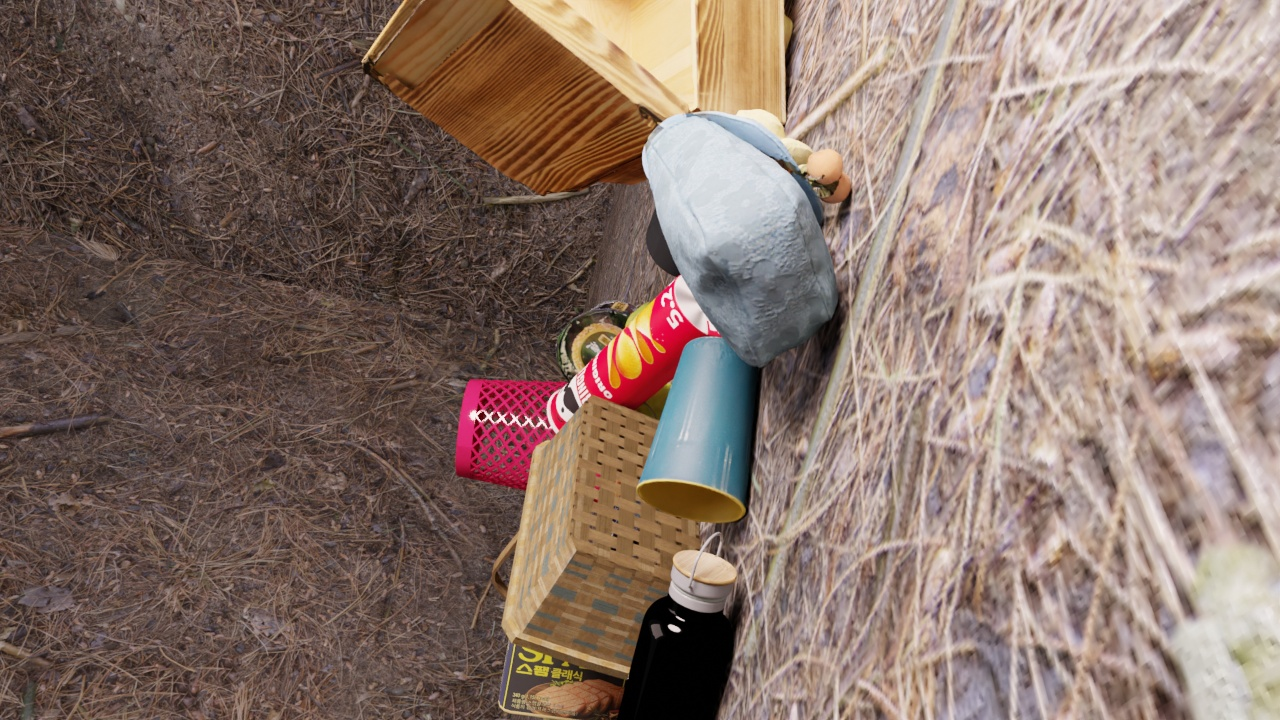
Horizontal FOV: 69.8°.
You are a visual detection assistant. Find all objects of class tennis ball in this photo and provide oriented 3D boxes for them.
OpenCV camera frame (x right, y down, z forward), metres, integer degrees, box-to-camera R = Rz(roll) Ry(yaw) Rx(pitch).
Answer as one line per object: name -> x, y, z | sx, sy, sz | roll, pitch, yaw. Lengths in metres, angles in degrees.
tennis ball -> 0.013, 0.052, 0.960 | 0.065, 0.065, 0.065 | -169, 92, -83

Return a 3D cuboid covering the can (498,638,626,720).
can -> -0.073, 0.303, 0.936 | 0.075, 0.135, 0.104 | -98, 19, -72

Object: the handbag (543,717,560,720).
handbag -> -0.077, 0.337, 1.076 | 0.186, 0.113, 0.117 | -80, -7, -46

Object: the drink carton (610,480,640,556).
drink carton -> -0.009, 0.158, 1.062 | 0.064, 0.040, 0.130 | 122, 159, -73

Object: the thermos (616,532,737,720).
thermos -> 0.020, 0.222, 0.616 | 0.061, 0.061, 0.231 | -106, 29, -76

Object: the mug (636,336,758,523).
mug -> 0.049, 0.048, 0.671 | 0.078, 0.078, 0.121 | 116, 170, -63

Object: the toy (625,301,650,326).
toy -> 0.004, -0.010, 1.121 | 0.092, 0.046, 0.115 | 58, 135, 32

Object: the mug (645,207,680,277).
mug -> 0.067, -0.147, 0.867 | 0.121, 0.085, 0.095 | -48, -8, -29

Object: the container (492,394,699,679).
container -> -0.040, 0.176, 0.836 | 0.249, 0.157, 0.187 | -88, 23, -56

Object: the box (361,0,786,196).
box -> -0.073, -0.279, 0.830 | 0.280, 0.314, 0.282 | -3, 89, 59

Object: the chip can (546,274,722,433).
chip can -> -0.005, 0.005, 0.878 | 0.221, 0.069, 0.069 | -42, 30, 41

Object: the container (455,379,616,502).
container -> -0.118, 0.101, 1.197 | 0.183, 0.225, 0.183 | -175, 93, -86

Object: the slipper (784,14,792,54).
slipper -> 0.078, -0.311, 0.948 | 0.263, 0.078, 0.099 | -141, 69, -75

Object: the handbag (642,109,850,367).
handbag -> 0.073, -0.092, 0.577 | 0.122, 0.119, 0.191 | 60, -175, -29

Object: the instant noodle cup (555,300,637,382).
instant noodle cup -> -0.042, -0.023, 1.327 | 0.112, 0.137, 0.137 | -67, -8, -70

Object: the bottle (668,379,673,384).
bottle -> 0.008, 0.042, 1.040 | 0.063, 0.063, 0.108 | 114, 180, -60
